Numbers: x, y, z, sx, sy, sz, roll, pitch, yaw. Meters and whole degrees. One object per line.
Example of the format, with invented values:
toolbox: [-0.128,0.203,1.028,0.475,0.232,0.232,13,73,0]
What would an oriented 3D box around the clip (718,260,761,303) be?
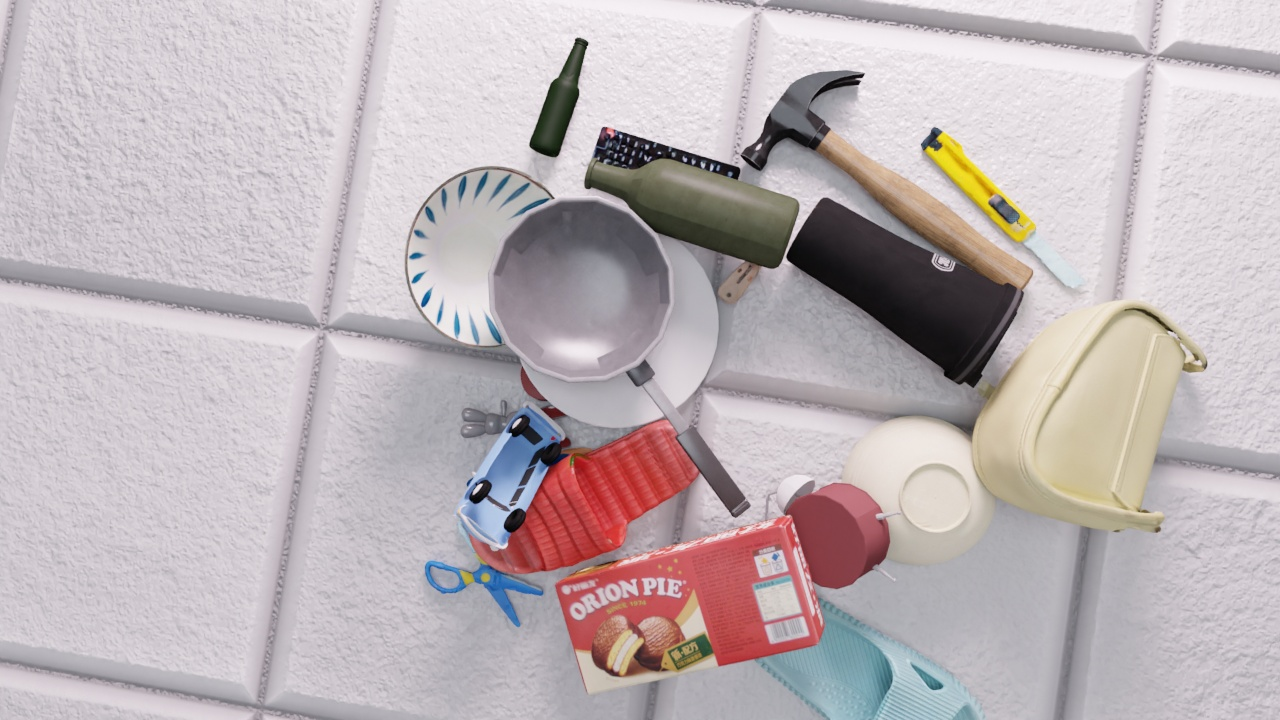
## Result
clip: [0.103,-0.085,0.933,0.025,0.049,0.061,37,130,2]

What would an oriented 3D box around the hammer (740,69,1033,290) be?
hammer: [0.262,-0.170,0.921,0.305,0.040,0.132,37,93,3]

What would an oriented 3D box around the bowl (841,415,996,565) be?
bowl: [0.276,0.128,0.887,0.151,0.075,0.150,0,88,2]

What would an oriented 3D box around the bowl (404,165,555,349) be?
bowl: [-0.159,-0.103,0.907,0.177,0.071,0.177,-9,107,-33]

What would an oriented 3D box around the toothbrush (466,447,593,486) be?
toothbrush: [-0.111,0.111,0.939,0.135,0.017,0.021,-14,91,-2]

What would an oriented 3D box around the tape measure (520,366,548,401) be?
tape measure: [-0.097,0.011,0.940,0.051,0.019,0.059,-14,80,4]

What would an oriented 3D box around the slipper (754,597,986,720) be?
slipper: [0.222,0.320,0.887,0.276,0.069,0.116,34,87,4]

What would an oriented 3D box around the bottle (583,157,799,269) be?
bottle: [0.047,-0.152,0.894,0.207,0.071,0.071,18,89,6]

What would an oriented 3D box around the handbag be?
handbag: [0.423,0.047,0.859,0.191,0.089,0.232,31,73,-11]

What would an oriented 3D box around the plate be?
plate: [-0.023,-0.037,0.923,0.208,0.015,0.208,0,90,-12]

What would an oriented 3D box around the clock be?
clock: [0.178,0.163,0.881,0.138,0.048,0.096,13,108,42]

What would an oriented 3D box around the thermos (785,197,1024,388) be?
thermos: [0.252,-0.073,0.887,0.218,0.106,0.106,33,90,9]

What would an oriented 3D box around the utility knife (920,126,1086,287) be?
utility knife: [0.366,-0.152,0.925,0.030,0.019,0.218,-44,89,10]

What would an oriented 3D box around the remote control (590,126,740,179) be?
remote control: [0.025,-0.196,0.941,0.150,0.022,0.047,19,90,5]

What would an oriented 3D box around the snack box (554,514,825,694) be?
snack box: [0.045,0.234,0.876,0.237,0.060,0.113,-19,86,17]

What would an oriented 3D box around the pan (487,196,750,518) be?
pan: [-0.005,0.005,0.890,0.178,0.041,0.357,-37,95,-9]

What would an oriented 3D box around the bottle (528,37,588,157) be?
bottle: [-0.080,-0.272,0.943,0.033,0.033,0.123,19,88,4]

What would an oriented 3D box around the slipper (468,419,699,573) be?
slipper: [-0.051,0.141,0.906,0.249,0.059,0.103,-25,96,-2]

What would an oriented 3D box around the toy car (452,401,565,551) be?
toy car: [-0.124,0.109,0.864,0.056,0.153,0.055,44,135,-18]

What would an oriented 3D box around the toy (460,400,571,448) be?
toy: [-0.126,0.066,0.933,0.111,0.030,0.049,3,83,-7]

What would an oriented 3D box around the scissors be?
scissors: [-0.154,0.212,0.940,0.131,0.018,0.110,16,91,3]
